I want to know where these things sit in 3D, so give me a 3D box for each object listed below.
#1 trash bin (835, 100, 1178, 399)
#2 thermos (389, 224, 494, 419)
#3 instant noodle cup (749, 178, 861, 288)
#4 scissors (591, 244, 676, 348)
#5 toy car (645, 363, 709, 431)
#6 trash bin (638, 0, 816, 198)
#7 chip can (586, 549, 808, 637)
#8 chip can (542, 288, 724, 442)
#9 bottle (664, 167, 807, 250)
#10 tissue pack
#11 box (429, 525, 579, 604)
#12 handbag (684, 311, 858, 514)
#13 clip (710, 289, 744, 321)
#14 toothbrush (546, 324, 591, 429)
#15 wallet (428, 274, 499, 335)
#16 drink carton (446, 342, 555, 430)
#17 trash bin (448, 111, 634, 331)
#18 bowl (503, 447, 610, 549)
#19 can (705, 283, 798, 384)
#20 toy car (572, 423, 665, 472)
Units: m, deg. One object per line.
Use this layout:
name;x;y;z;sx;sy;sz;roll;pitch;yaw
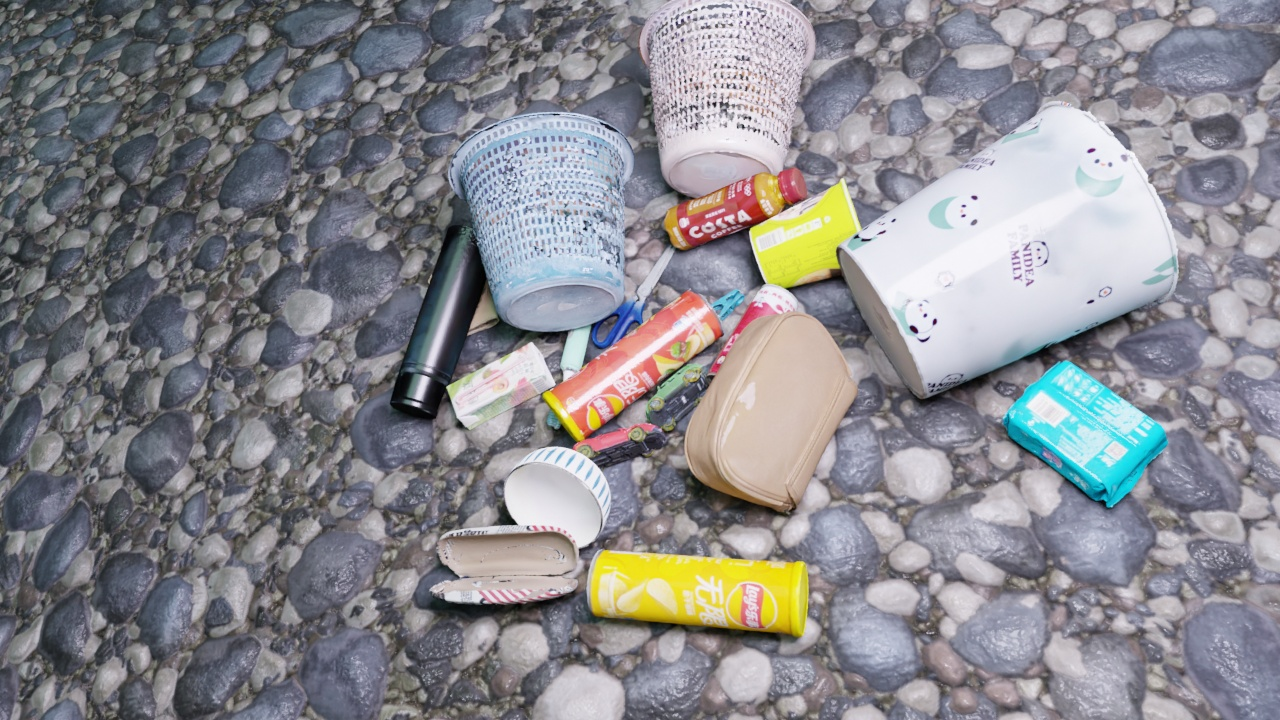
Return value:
trash bin;0.355;-0.099;0.936;0.252;0.229;0.229;-29;56;7
thermos;-0.258;-0.050;1.164;0.090;0.068;0.242;2;68;41
instant noodle cup;0.197;-0.138;1.073;0.124;0.111;0.111;-19;56;16
scissors;-0.009;-0.084;1.157;0.108;0.012;0.174;-2;59;16
toy car;0.042;0.041;1.048;0.091;0.043;0.036;-41;41;-18
trash bin;0.105;-0.316;1.153;0.228;0.227;0.192;-1;73;17
chip can;0.057;0.229;0.915;0.214;0.072;0.072;1;61;17
chip can;-0.006;0.006;1.061;0.216;0.073;0.073;-36;57;-10
bottle;0.116;-0.187;1.120;0.175;0.057;0.057;-17;55;30
tissue pack;0.436;0.070;0.903;0.093;0.050;0.133;-40;57;-10
box;-0.147;0.215;0.987;0.163;0.076;0.088;-8;83;17
handbag;0.136;0.054;0.964;0.204;0.147;0.100;-57;22;-19
clip;0.101;-0.065;1.110;0.056;0.014;0.039;-39;57;-8
toothbrush;-0.080;-0.017;1.130;0.027;0.027;0.224;-29;43;52
wallet;-0.240;-0.081;1.221;0.087;0.024;0.115;-25;59;6
drink carton;-0.172;0.031;1.119;0.122;0.045;0.053;-27;57;1
trash bin;-0.107;-0.148;1.089;0.227;0.226;0.195;-12;70;10
bowl;-0.083;0.140;0.997;0.117;0.117;0.066;6;31;20
can;0.129;-0.021;1.051;0.053;0.053;0.132;23;69;27
toy car;-0.024;0.096;1.033;0.106;0.049;0.031;-18;58;8
